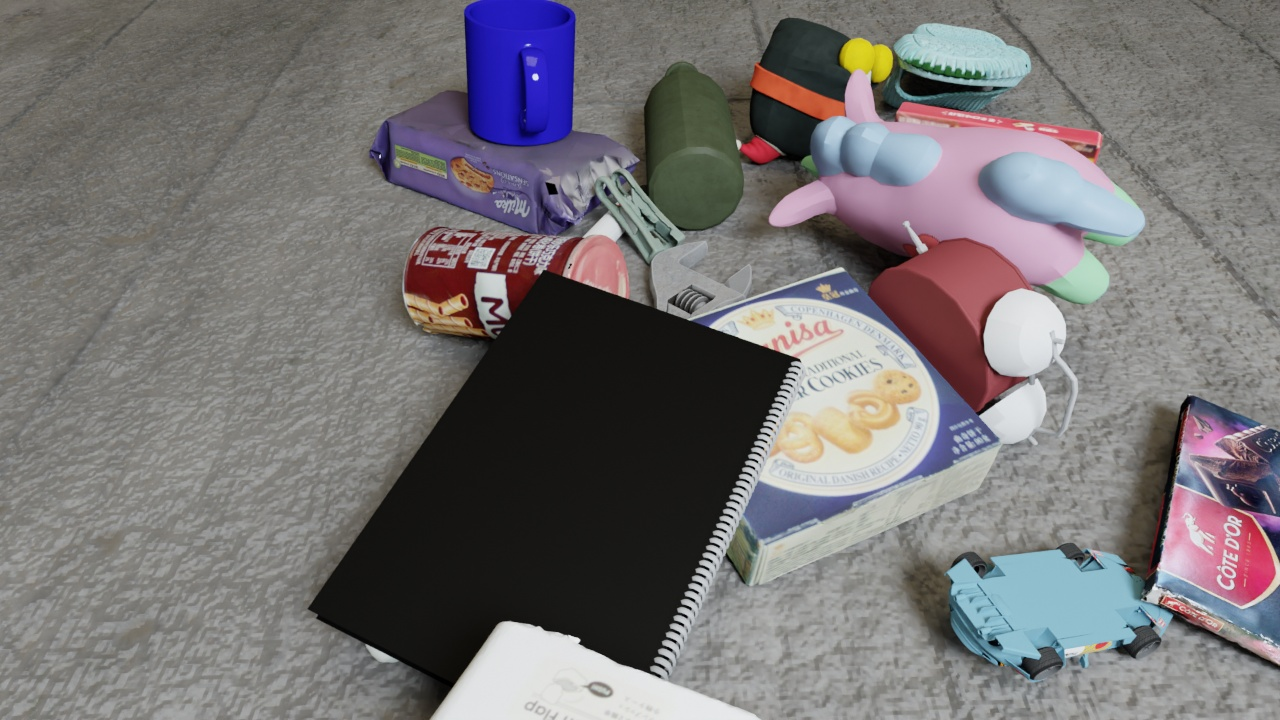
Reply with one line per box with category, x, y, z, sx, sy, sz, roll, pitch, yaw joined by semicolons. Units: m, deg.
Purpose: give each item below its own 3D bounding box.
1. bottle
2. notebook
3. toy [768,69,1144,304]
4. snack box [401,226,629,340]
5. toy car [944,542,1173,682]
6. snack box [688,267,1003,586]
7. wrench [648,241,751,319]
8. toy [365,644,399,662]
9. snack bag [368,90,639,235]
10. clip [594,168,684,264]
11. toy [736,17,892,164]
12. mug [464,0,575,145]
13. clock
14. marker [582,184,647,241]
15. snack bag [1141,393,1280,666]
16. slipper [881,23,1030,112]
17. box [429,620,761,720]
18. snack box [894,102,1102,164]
bottle;0.038;-0.186;0.739;0.071;0.072;0.206;-1;40;0
notebook;-0.028;0.056;0.422;0.149;0.016;0.206;20;58;16
toy;0.190;-0.103;0.562;0.171;0.120;0.222;30;-1;-10
snack box;-0.076;-0.044;0.557;0.121;0.072;0.072;8;39;27
toy car;0.182;0.113;0.408;0.107;0.028;0.060;0;37;-25
snack box;0.085;0.027;0.488;0.144;0.043;0.145;-19;52;-19
wrench;-0.004;0.003;0.553;0.084;0.018;0.272;18;44;23
toy;-0.066;0.096;0.428;0.125;0.037;0.075;-10;46;-2
snack bag;-0.109;-0.161;0.724;0.205;0.058;0.096;21;44;26
clip;-0.002;-0.106;0.660;0.047;0.023;0.076;-31;76;-33
toy;0.134;-0.213;0.749;0.100;0.119;0.097;31;26;20
mug;-0.084;-0.205;0.667;0.079;0.084;0.111;-6;39;-15
clock;0.180;-0.012;0.504;0.048;0.096;0.137;-27;46;-19
marker;-0.024;-0.095;0.672;0.019;0.019;0.145;17;43;20
snack bag;0.293;0.078;0.446;0.074;0.018;0.154;27;46;16
slipper;0.281;-0.259;0.826;0.116;0.070;0.275;11;26;13
box;-0.031;0.171;0.285;0.110;0.103;0.129;15;35;23
snack box;0.241;-0.127;0.646;0.133;0.089;0.021;15;41;20
